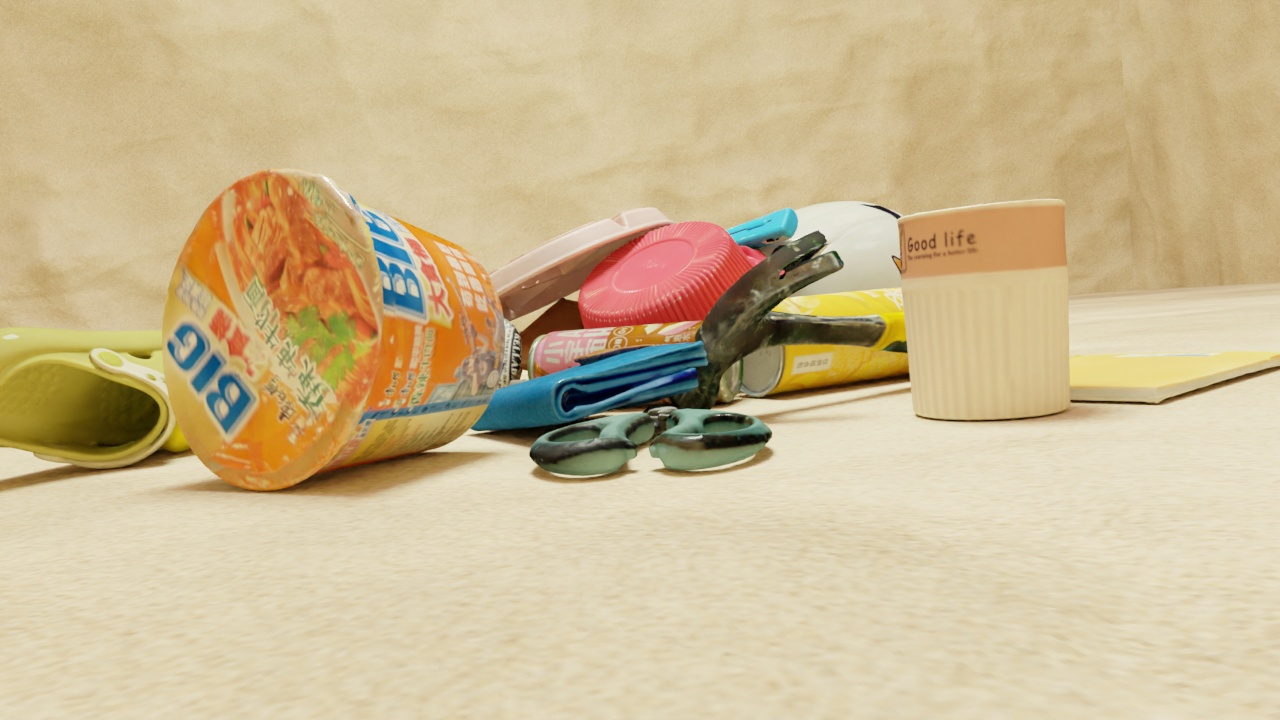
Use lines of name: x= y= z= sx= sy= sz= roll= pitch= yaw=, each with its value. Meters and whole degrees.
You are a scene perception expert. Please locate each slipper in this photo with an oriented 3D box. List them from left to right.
slipper: x=-0.323 y=0.033 z=0.562 sx=0.081 sy=0.092 sz=0.190 roll=38 pitch=8 yaw=17

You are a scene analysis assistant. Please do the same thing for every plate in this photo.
plate: x=-0.075 y=-0.086 z=0.865 sx=0.229 sy=0.028 sz=0.229 roll=-26 pitch=-2 yaw=-1

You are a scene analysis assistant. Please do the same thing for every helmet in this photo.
helmet: x=0.176 y=-0.073 z=0.878 sx=0.273 sy=0.157 sz=0.230 roll=-7 pitch=3 yaw=-29

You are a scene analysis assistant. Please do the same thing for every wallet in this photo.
wallet: x=-0.035 y=0.017 z=0.547 sx=0.106 sy=0.040 sz=0.133 roll=-15 pitch=2 yaw=-31
wallet: x=-0.045 y=-0.018 z=0.842 sx=0.132 sy=0.031 sz=0.107 roll=11 pitch=39 yaw=28

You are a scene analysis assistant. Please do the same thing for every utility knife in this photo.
utility knife: x=0.083 y=-0.109 z=0.835 sx=0.018 sy=0.034 sz=0.160 roll=43 pitch=-28 yaw=-24

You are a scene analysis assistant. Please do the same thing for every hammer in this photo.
hammer: x=0.174 y=-0.020 z=0.616 sx=0.322 sy=0.126 sz=0.032 roll=0 pitch=45 yaw=-34

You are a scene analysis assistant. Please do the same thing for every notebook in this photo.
notebook: x=0.294 y=0.007 z=0.576 sx=0.205 sy=0.010 sz=0.146 roll=-7 pitch=4 yaw=-38

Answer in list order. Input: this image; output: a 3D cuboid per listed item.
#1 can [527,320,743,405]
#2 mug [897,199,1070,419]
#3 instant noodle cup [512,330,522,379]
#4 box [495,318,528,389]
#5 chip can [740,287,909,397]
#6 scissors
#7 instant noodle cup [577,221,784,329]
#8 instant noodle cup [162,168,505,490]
can: x=-0.004 y=0.004 z=0.653 sx=0.147 sy=0.058 sz=0.057 roll=-3 pitch=4 yaw=23
mug: x=0.178 y=-0.027 z=0.498 sx=0.081 sy=0.106 sz=0.114 roll=-5 pitch=3 yaw=-10
instant noodle cup: x=-0.189 y=0.002 z=0.953 sx=0.137 sy=0.060 sz=0.174 roll=-6 pitch=2 yaw=-20
box: x=-0.164 y=0.003 z=0.672 sx=0.163 sy=0.087 sz=0.076 roll=-1 pitch=19 yaw=8
chip can: x=0.169 y=-0.018 z=0.695 sx=0.213 sy=0.072 sz=0.072 roll=-8 pitch=4 yaw=-29
scissors: x=0.029 y=0.032 z=0.454 sx=0.130 sy=0.019 sz=0.185 roll=-3 pitch=5 yaw=26
instant noodle cup: x=0.021 y=-0.054 z=0.755 sx=0.194 sy=0.066 sz=0.193 roll=-21 pitch=30 yaw=12
instant noodle cup: x=-0.149 y=-0.012 z=0.470 sx=0.152 sy=0.151 sz=0.111 roll=-3 pitch=-5 yaw=29
